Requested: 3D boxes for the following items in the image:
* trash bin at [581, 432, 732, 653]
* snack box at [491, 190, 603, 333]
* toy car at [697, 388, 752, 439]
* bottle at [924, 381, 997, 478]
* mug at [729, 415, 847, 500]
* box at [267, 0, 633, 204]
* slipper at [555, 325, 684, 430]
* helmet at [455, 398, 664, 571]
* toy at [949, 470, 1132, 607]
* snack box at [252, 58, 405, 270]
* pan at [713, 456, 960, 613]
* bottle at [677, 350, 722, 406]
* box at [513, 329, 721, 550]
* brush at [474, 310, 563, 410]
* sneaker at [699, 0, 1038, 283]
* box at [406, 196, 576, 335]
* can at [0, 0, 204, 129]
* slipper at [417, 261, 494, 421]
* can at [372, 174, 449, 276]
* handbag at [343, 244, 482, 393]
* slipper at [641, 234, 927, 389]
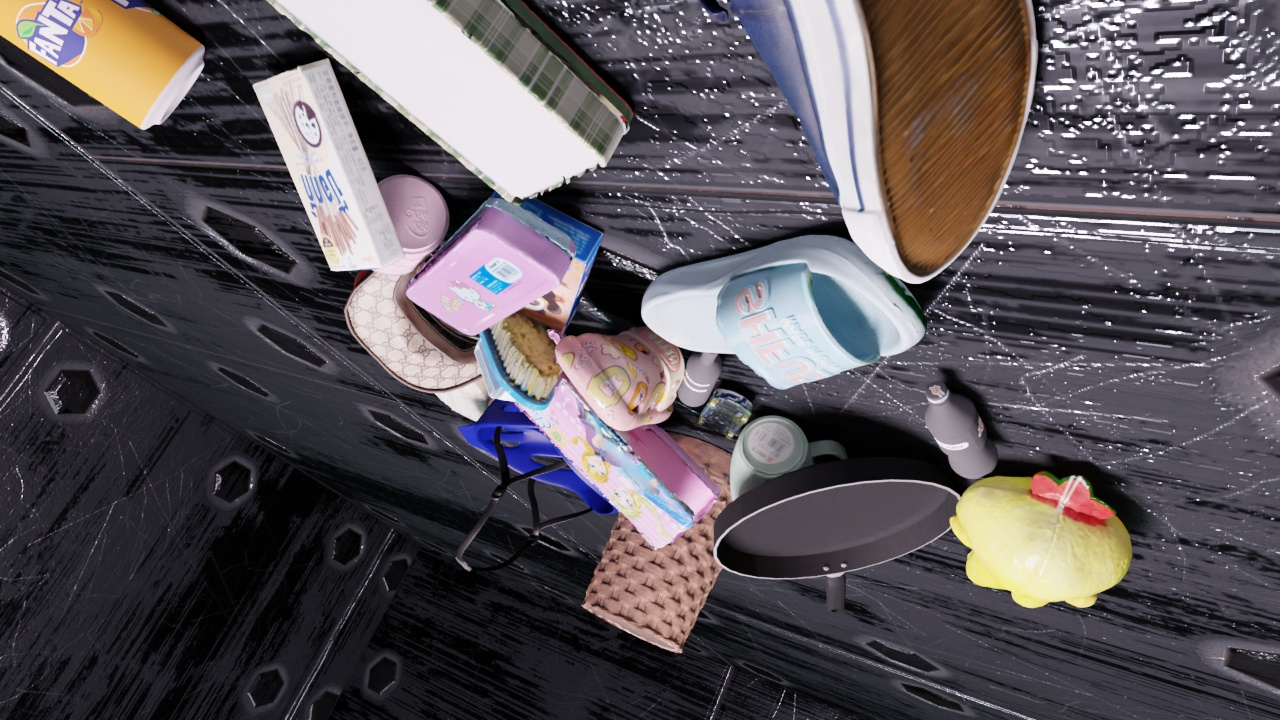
[{"bbox_3d":[0.034,0.207,1.035,0.151,0.209,0.151,23,160,9],"label":"trash bin"},{"bbox_3d":[-0.086,-0.079,0.746,0.087,0.034,0.151,27,158,-1],"label":"snack box"},{"bbox_3d":[0.080,0.047,0.859,0.039,0.027,0.090,27,157,1],"label":"toy car"},{"bbox_3d":[0.235,0.050,0.679,0.036,0.036,0.110,7,152,40],"label":"bottle"},{"bbox_3d":[0.140,0.100,0.865,0.111,0.084,0.104,-6,149,4],"label":"mug"},{"bbox_3d":[-0.109,-0.178,0.524,0.205,0.050,0.118,37,154,-27],"label":"box"},{"bbox_3d":[-0.005,0.005,0.798,0.093,0.081,0.197,49,-171,13],"label":"slipper"},{"bbox_3d":[-0.092,0.127,0.966,0.242,0.227,0.148,12,152,19],"label":"helmet"},{"bbox_3d":[0.322,0.157,0.756,0.134,0.092,0.208,22,161,19],"label":"toy"},{"bbox_3d":[-0.231,-0.140,0.682,0.082,0.026,0.150,5,120,44],"label":"snack box"},{"bbox_3d":[0.188,0.181,0.892,0.225,0.034,0.357,-11,148,5],"label":"pan"},{"bbox_3d":[0.054,0.009,0.797,0.030,0.030,0.113,24,159,4],"label":"bottle"},{"bbox_3d":[-0.034,0.077,0.863,0.230,0.085,0.076,45,-167,5],"label":"box"},{"bbox_3d":[-0.111,0.003,0.812,0.055,0.075,0.135,11,-148,-31],"label":"brush"},{"bbox_3d":[0.062,-0.145,0.363,0.127,0.120,0.294,37,170,46],"label":"sneaker"},{"bbox_3d":[-0.121,-0.068,0.711,0.076,0.036,0.215,33,157,-19],"label":"box"},{"bbox_3d":[-0.398,-0.240,0.664,0.142,0.079,0.079,36,157,-25],"label":"can"},{"bbox_3d":[-0.211,-0.025,0.990,0.114,0.053,0.273,15,147,24],"label":"slipper"},{"bbox_3d":[-0.198,-0.110,0.756,0.067,0.067,0.076,33,159,-17],"label":"can"},{"bbox_3d":[-0.195,-0.048,0.865,0.138,0.063,0.166,-26,128,13],"label":"handbag"},{"bbox_3d":[0.085,-0.022,0.631,0.104,0.074,0.246,38,157,-31],"label":"slipper"}]
